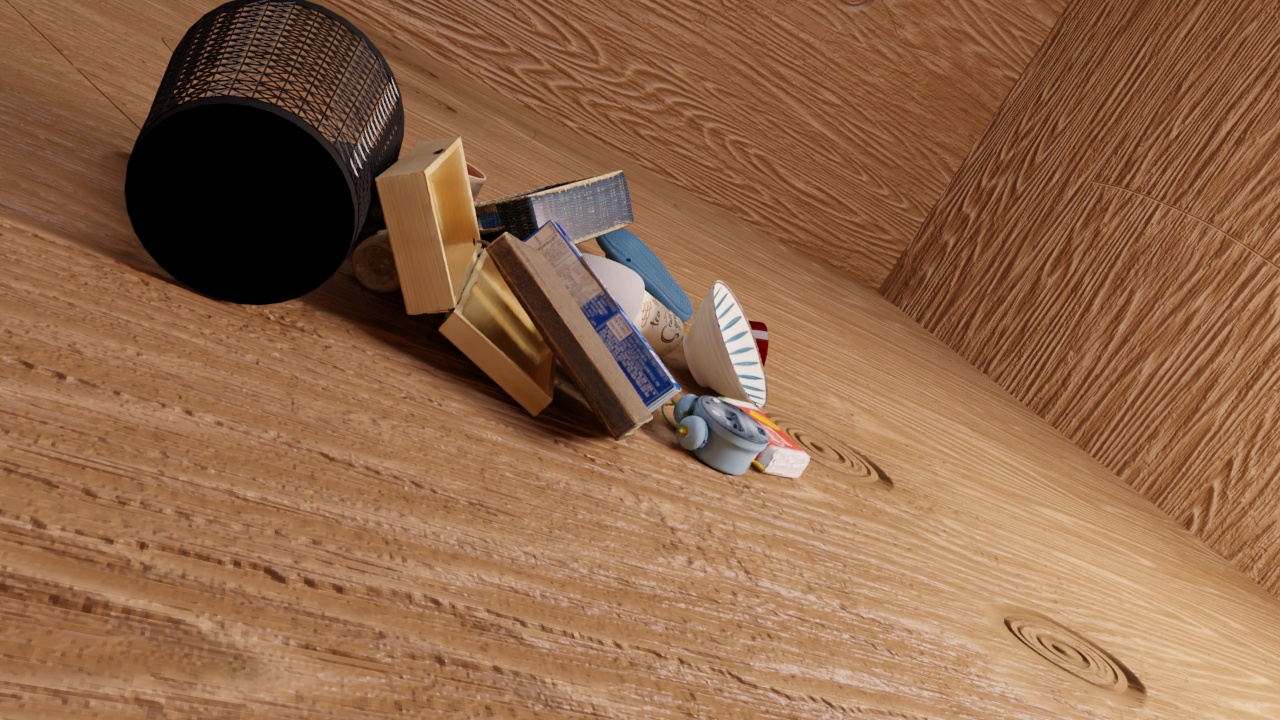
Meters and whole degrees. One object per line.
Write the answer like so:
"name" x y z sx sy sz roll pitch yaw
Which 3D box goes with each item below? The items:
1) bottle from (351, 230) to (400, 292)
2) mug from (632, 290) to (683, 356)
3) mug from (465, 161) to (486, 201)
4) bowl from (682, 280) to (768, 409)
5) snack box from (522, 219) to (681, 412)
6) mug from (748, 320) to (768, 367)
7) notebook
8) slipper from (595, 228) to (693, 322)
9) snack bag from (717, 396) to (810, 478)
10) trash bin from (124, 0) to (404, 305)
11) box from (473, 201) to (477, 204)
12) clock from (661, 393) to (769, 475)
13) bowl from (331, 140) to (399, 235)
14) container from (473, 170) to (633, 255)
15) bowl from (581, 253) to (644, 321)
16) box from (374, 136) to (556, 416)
"bottle" -0.251 -0.116 0.969 0.056 0.057 0.162 29 16 -6
"mug" -0.011 -0.051 1.211 0.097 0.081 0.122 26 -11 -41
"mug" -0.260 -0.208 1.145 0.085 0.104 0.111 14 22 -46
"bowl" 0.102 -0.011 1.206 0.177 0.071 0.177 53 26 -40
"snack box" -0.045 -0.043 0.976 0.226 0.059 0.059 54 6 8
"mug" 0.128 -0.009 1.313 0.088 0.087 0.113 9 49 -11
"notebook" -0.066 -0.022 0.848 0.215 0.034 0.190 56 5 6
"slipper" 0.000 -0.137 1.486 0.213 0.059 0.103 48 27 8
"snack bag" 0.138 0.090 1.081 0.077 0.036 0.116 15 22 -45
"trash bin" -0.319 -0.175 0.787 0.216 0.217 0.243 23 24 -24
"box" -0.267 -0.207 1.261 0.216 0.043 0.148 32 12 6
"clock" 0.078 0.076 0.990 0.124 0.052 0.088 26 18 -14
"bowl" -0.310 -0.175 0.990 0.151 0.056 0.151 6 -18 2
"container" -0.119 -0.174 1.125 0.146 0.071 0.186 -2 17 38
"bowl" -0.065 -0.070 1.094 0.132 0.064 0.132 10 -19 3
"box" -0.166 -0.090 0.912 0.261 0.097 0.247 56 9 -18
